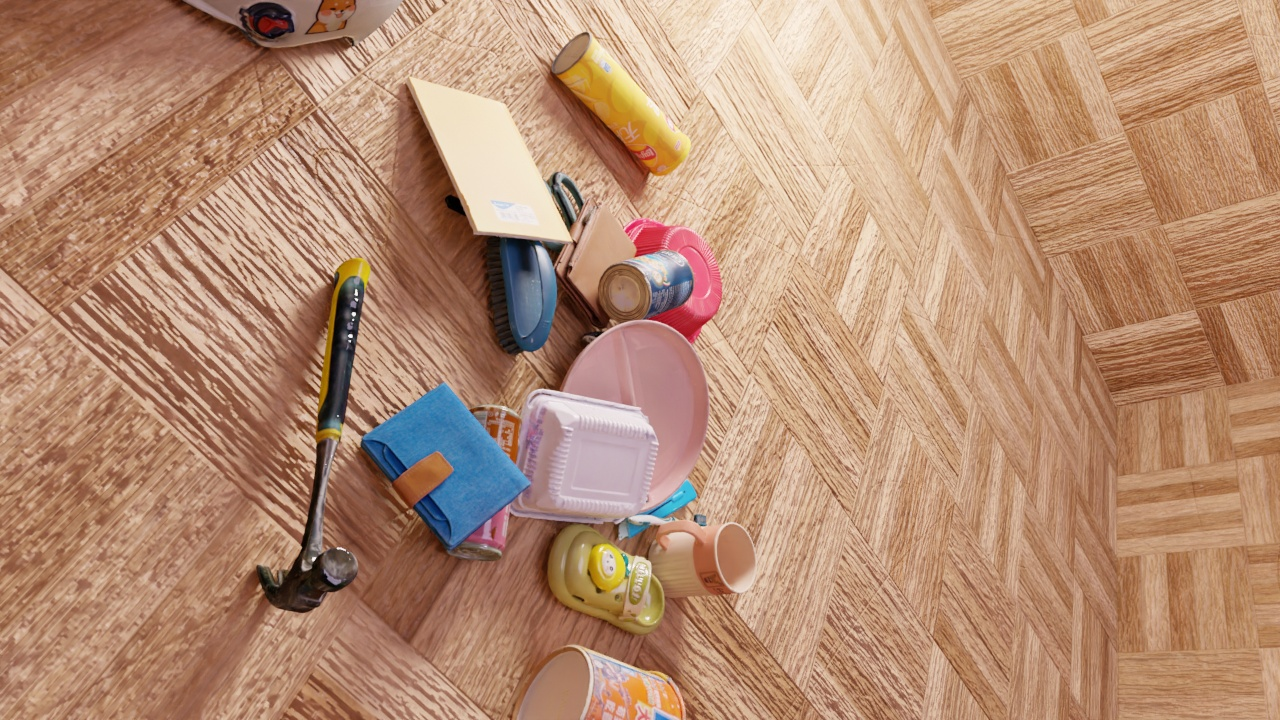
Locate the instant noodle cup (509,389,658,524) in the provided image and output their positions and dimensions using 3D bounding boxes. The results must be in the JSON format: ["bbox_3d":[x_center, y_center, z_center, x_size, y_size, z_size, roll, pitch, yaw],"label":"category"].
[{"bbox_3d":[-0.053,0.111,0.990,0.173,0.060,0.138,14,88,-39],"label":"instant noodle cup"}]

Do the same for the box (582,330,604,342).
[{"bbox_3d":[-0.006,0.012,1.141,0.162,0.076,0.087,11,90,-51],"label":"box"}]

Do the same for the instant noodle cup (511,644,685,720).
[{"bbox_3d":[-0.047,0.354,0.890,0.111,0.152,0.151,37,50,-27],"label":"instant noodle cup"}]

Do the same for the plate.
[{"bbox_3d":[-0.009,0.066,1.076,0.229,0.028,0.229,-6,100,-39],"label":"plate"}]

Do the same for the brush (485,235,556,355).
[{"bbox_3d":[-0.126,-0.080,1.006,0.055,0.074,0.143,8,69,-56],"label":"brush"}]

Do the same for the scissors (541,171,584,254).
[{"bbox_3d":[-0.098,-0.145,1.109,0.129,0.019,0.185,2,74,-52],"label":"scissors"}]

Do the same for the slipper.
[{"bbox_3d":[-0.020,0.242,1.014,0.190,0.082,0.091,42,45,-38],"label":"slipper"}]

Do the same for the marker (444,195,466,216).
[{"bbox_3d":[-0.168,-0.158,1.032,0.124,0.015,0.018,21,58,-44],"label":"marker"}]

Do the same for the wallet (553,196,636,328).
[{"bbox_3d":[-0.054,-0.121,1.119,0.108,0.031,0.131,51,44,-38],"label":"wallet"}]

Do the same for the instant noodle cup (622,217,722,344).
[{"bbox_3d":[0.049,-0.110,1.244,0.193,0.066,0.193,21,62,-46],"label":"instant noodle cup"}]

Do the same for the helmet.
[{"bbox_3d":[-0.311,-0.417,0.835,0.273,0.157,0.230,-7,82,-52],"label":"helmet"}]

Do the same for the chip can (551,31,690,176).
[{"bbox_3d":[-0.023,-0.341,1.236,0.213,0.072,0.071,39,49,-35],"label":"chip can"}]

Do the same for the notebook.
[{"bbox_3d":[-0.164,-0.218,1.010,0.145,0.010,0.206,-2,60,-52],"label":"notebook"}]

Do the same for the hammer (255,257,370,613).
[{"bbox_3d":[-0.264,0.052,0.774,0.032,0.126,0.322,24,48,-36],"label":"hammer"}]

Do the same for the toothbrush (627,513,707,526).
[{"bbox_3d":[0.037,0.196,1.130,0.191,0.016,0.018,19,79,-57],"label":"toothbrush"}]

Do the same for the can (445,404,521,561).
[{"bbox_3d":[-0.155,0.120,0.908,0.058,0.058,0.147,30,55,-42],"label":"can"}]

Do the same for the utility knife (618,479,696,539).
[{"bbox_3d":[0.019,0.184,1.133,0.159,0.018,0.034,-23,96,-51],"label":"utility knife"}]

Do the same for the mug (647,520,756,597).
[{"bbox_3d":[0.064,0.233,1.099,0.114,0.106,0.081,48,44,-29],"label":"mug"}]

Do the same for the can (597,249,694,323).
[{"bbox_3d":[0.007,-0.090,1.111,0.110,0.075,0.075,-25,96,-56],"label":"can"}]

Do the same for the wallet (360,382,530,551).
[{"bbox_3d":[-0.181,0.097,0.854,0.106,0.040,0.133,-38,83,-33],"label":"wallet"}]
